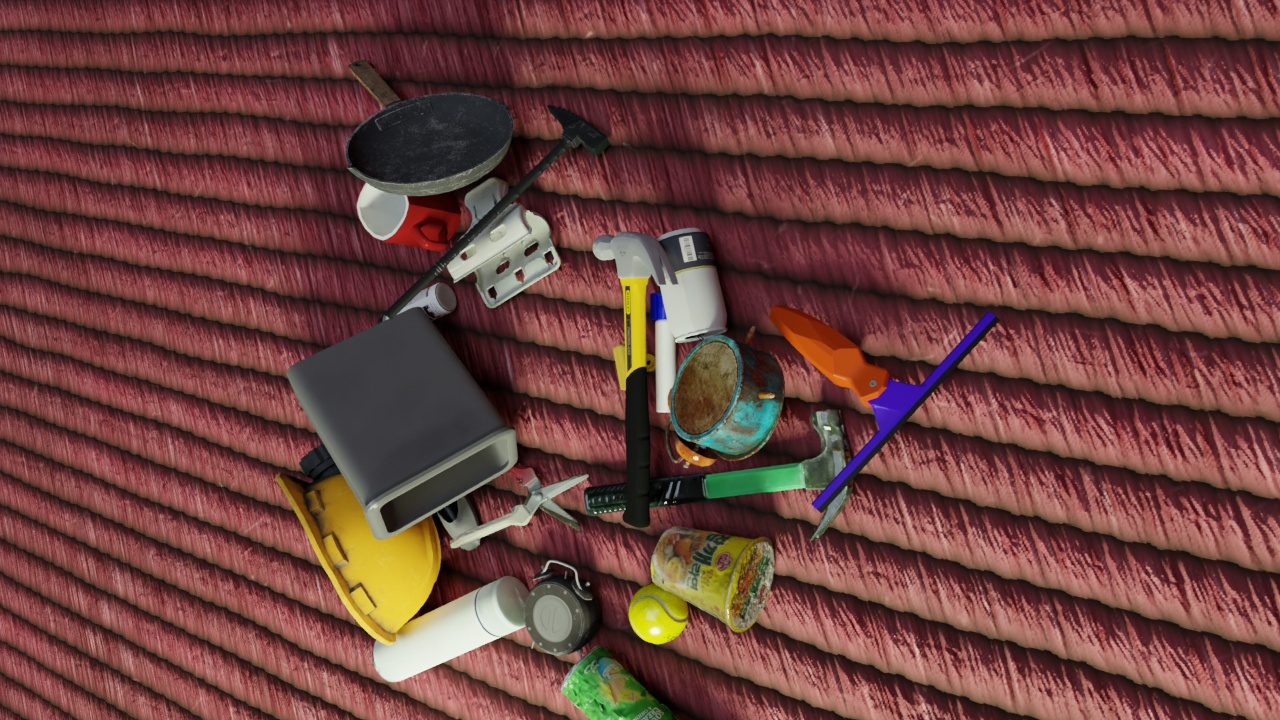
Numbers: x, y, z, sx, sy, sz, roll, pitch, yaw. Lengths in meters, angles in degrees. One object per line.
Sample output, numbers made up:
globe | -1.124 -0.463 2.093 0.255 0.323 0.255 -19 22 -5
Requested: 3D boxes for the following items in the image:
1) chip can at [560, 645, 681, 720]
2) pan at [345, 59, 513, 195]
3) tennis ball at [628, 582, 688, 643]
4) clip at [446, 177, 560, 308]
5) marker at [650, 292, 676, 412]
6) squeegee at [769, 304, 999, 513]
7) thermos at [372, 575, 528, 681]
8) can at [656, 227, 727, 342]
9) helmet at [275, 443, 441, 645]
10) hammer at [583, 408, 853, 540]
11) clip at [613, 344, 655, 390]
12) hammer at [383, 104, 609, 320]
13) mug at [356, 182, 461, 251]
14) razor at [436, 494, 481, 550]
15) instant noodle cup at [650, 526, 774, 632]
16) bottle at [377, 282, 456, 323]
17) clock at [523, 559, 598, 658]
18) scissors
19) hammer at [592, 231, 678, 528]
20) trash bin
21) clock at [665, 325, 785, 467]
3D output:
chip can | 0.011 0.415 1.019 0.223 0.075 0.075 37 107 23
pan | -0.293 -0.302 1.157 0.357 0.207 0.040 46 155 40
tennis ball | 0.020 0.279 1.015 0.065 0.065 0.065 0 91 29
clip | -0.179 -0.153 1.114 0.127 0.110 0.150 -27 88 24
marker | 0.027 -0.009 1.030 0.023 0.027 0.133 180 89 -66
squeegee | 0.195 -0.002 0.915 0.249 0.055 0.185 -48 53 1
thermos | -0.240 0.341 1.159 0.231 0.067 0.068 -29 77 27
can | 0.055 -0.075 0.992 0.064 0.064 0.127 -16 83 28
helmet | -0.330 0.215 1.157 0.131 0.205 0.255 -33 80 -12
hammer | 0.076 0.139 1.004 0.320 0.032 0.130 -11 86 29
clip | -0.008 0.006 1.049 0.048 0.046 0.054 -18 80 53
hammer | -0.180 -0.169 1.064 0.095 0.015 0.324 40 81 25
mug | -0.283 -0.178 1.157 0.116 0.096 0.081 49 112 19
razor | -0.250 0.171 1.172 0.057 0.060 0.156 -33 95 14
instant noodle cup | 0.074 0.221 0.972 0.108 0.102 0.102 12 96 33
bottle | -0.296 -0.064 1.198 0.116 0.041 0.041 -20 81 28
clock | -0.092 0.296 1.089 0.091 0.043 0.123 12 97 28
scissors | -0.161 0.173 1.125 0.199 0.015 0.179 37 89 29
hammer | -0.005 0.022 0.999 0.127 0.029 0.323 5 98 55
trash bin | -0.286 0.069 1.103 0.220 0.191 0.098 50 155 25
clock | 0.082 0.049 0.960 0.158 0.073 0.121 -44 39 34
